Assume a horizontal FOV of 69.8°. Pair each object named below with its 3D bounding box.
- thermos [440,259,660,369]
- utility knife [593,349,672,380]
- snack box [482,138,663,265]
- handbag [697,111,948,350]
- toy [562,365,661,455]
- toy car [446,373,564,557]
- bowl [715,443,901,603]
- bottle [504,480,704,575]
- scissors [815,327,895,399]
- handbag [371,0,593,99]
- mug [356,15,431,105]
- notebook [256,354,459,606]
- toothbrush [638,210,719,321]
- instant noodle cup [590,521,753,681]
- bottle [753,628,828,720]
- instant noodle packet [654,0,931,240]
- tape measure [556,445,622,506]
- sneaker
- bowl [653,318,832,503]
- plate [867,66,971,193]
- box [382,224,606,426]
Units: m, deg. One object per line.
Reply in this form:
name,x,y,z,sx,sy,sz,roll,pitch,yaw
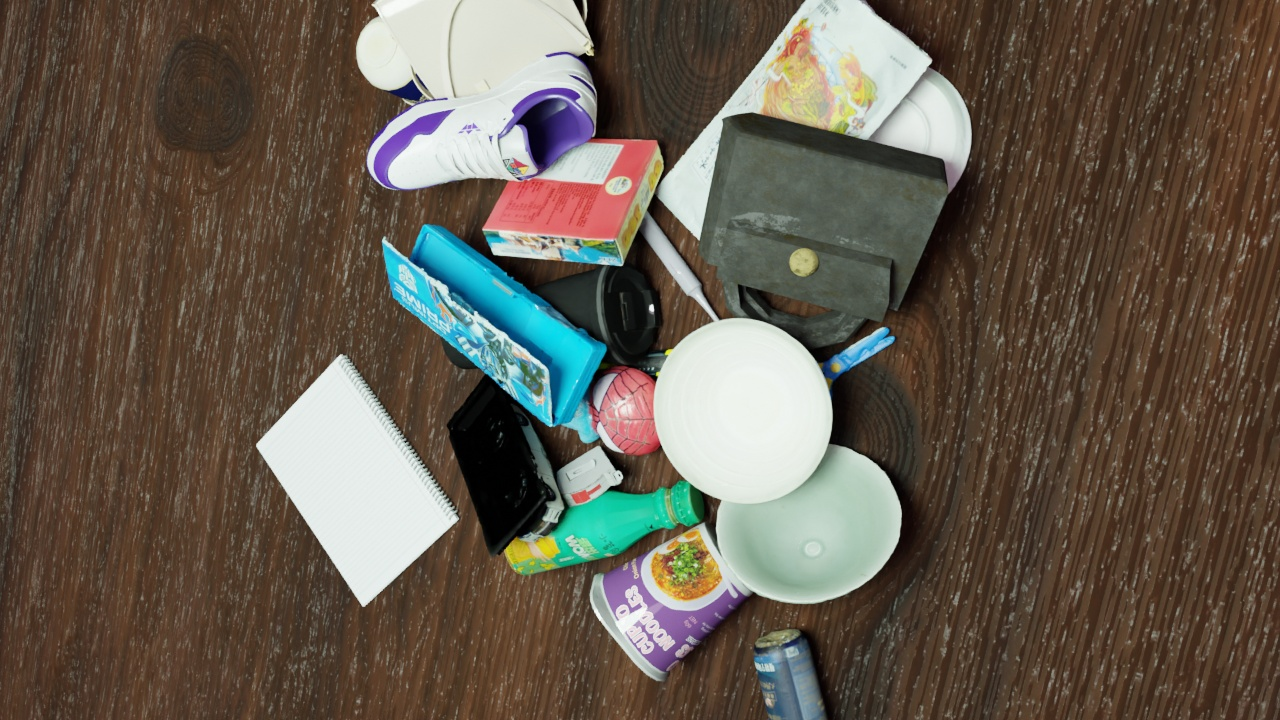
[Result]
thermos,-0.098,-0.038,0.952,0.219,0.105,0.106,-7,88,25
utility knife,-0.006,0.006,0.957,0.188,0.020,0.028,-6,87,22
snack box,-0.065,-0.164,0.925,0.145,0.040,0.142,7,54,20
handbag,0.149,-0.100,0.832,0.197,0.102,0.200,15,122,7
toy,-0.031,0.050,0.942,0.133,0.062,0.092,3,100,23
toy car,-0.130,0.108,0.952,0.094,0.071,0.191,-52,42,19
bowl,0.161,0.164,0.866,0.174,0.068,0.173,-14,43,13
bottle,-0.038,0.168,0.944,0.210,0.068,0.068,-17,85,20
scissors,0.191,0.011,0.886,0.131,0.022,0.070,-28,80,15
handbag,-0.141,-0.325,0.945,0.195,0.101,0.198,-28,119,5
mug,-0.253,-0.341,1.007,0.112,0.089,0.085,-41,77,16
notebook,-0.340,0.140,1.087,0.178,0.013,0.245,-43,77,17
toothbrush,0.036,-0.098,0.938,0.018,0.019,0.188,-40,77,23
instant noodle cup,0.035,0.223,0.893,0.122,0.137,0.121,-37,51,7
bottle,0.152,0.343,0.882,0.056,0.056,0.160,-15,86,20
instant noodle packet,0.135,-0.216,0.873,0.147,0.057,0.270,49,117,18
tape measure,-0.056,0.119,0.945,0.062,0.060,0.020,-30,116,-6
sneaker,-0.149,-0.212,0.909,0.244,0.092,0.111,-25,47,2
bowl,0.104,0.046,0.887,0.177,0.057,0.177,3,98,25
plate,0.229,-0.208,0.868,0.157,0.014,0.157,0,90,21
box,-0.157,-0.037,0.882,0.243,0.085,0.092,36,109,25
